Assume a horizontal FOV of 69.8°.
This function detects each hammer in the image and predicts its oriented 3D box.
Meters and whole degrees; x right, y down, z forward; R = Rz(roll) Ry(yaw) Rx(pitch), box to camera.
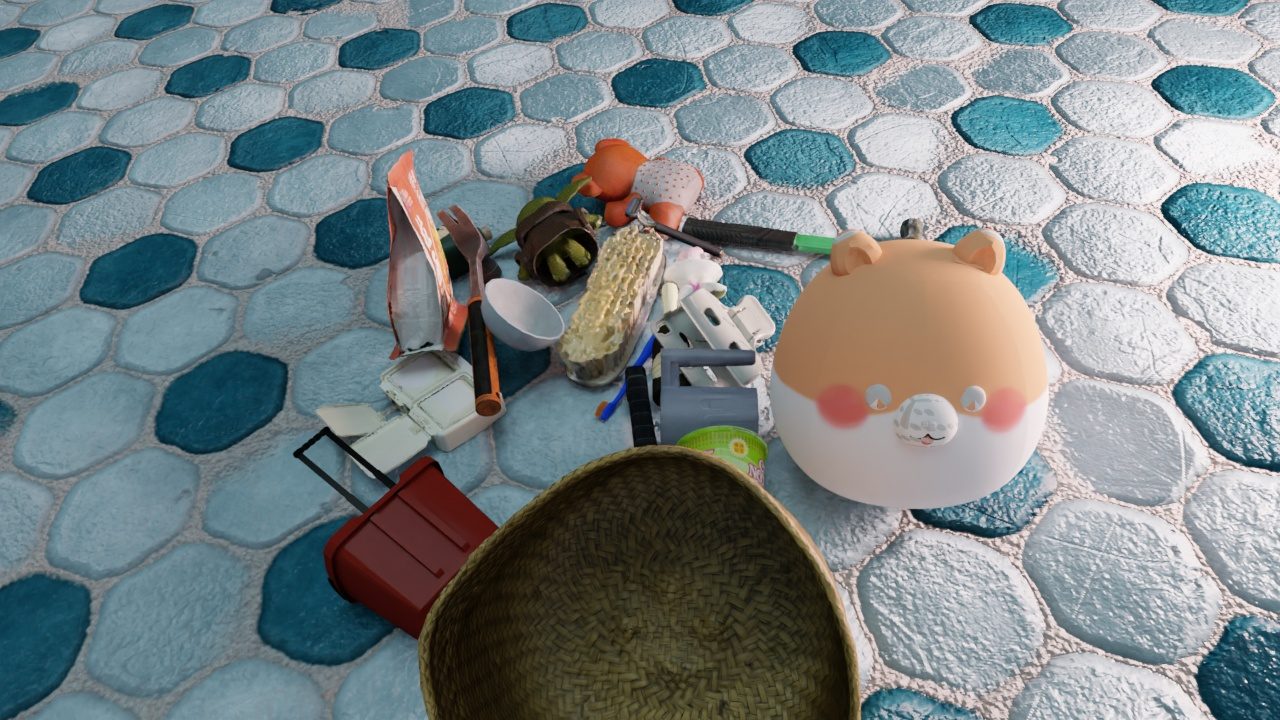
[{"bbox_3d":[-0.200,-0.062,1.116,0.035,0.138,0.313,-21,45,6],"label":"hammer"},{"bbox_3d":[0.212,-0.160,1.243,0.319,0.032,0.129,10,48,17],"label":"hammer"},{"bbox_3d":[0.010,0.122,0.942,0.025,0.118,0.332,-5,39,-3],"label":"hammer"}]

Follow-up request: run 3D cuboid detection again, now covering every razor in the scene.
[{"bbox_3d":[0.046,-0.175,1.252,0.144,0.022,0.042,27,48,-3],"label":"razor"}]

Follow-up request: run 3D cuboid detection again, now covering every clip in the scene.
[{"bbox_3d":[0.103,-0.030,1.067,0.151,0.096,0.126,-31,84,-30],"label":"clip"}]

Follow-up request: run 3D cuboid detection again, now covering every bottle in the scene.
[{"bbox_3d":[0.037,-0.025,1.110,0.045,0.045,0.184,-3,48,4],"label":"bottle"},{"bbox_3d":[-0.265,-0.150,1.267,0.131,0.061,0.061,-31,51,-22],"label":"bottle"}]

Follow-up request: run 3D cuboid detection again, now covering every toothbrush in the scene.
[{"bbox_3d":[-0.006,0.007,1.113,0.018,0.016,0.182,13,48,25],"label":"toothbrush"}]

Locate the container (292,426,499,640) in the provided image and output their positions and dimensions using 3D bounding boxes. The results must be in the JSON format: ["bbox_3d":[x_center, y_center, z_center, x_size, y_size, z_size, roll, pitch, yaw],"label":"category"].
[{"bbox_3d":[-0.245,0.166,0.904,0.201,0.127,0.147,32,55,20],"label":"container"}]

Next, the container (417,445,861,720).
[{"bbox_3d":[0.015,0.225,0.701,0.307,0.196,0.306,-1,84,11],"label":"container"}]

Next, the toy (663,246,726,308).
[{"bbox_3d":[0.071,-0.107,1.203,0.079,0.038,0.122,-14,44,10],"label":"toy"}]

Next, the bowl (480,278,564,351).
[{"bbox_3d":[-0.145,-0.048,1.083,0.106,0.039,0.106,29,27,-17],"label":"bowl"}]

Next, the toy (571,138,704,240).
[{"bbox_3d":[-0.004,-0.251,1.326,0.172,0.093,0.163,23,54,10],"label":"toy"}]

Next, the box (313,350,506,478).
[{"bbox_3d":[-0.268,0.056,1.072,0.183,0.050,0.143,-36,52,-27],"label":"box"}]

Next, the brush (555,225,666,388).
[{"bbox_3d":[-0.032,-0.074,1.166,0.083,0.057,0.270,6,46,17],"label":"brush"}]

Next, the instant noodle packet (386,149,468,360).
[{"bbox_3d":[-0.274,-0.132,1.112,0.084,0.221,0.164,-7,23,0],"label":"instant noodle packet"}]

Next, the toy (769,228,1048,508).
[{"bbox_3d":[0.260,0.008,0.897,0.263,0.281,0.265,1,25,8],"label":"toy"}]

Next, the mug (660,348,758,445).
[{"bbox_3d":[0.074,0.048,0.993,0.104,0.124,0.083,0,2,5],"label":"mug"}]

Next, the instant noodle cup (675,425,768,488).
[{"bbox_3d":[0.084,0.136,0.924,0.099,0.099,0.107,-3,53,4],"label":"instant noodle cup"}]

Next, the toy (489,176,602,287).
[{"bbox_3d":[-0.118,-0.165,1.251,0.179,0.078,0.152,-36,43,3],"label":"toy"}]
